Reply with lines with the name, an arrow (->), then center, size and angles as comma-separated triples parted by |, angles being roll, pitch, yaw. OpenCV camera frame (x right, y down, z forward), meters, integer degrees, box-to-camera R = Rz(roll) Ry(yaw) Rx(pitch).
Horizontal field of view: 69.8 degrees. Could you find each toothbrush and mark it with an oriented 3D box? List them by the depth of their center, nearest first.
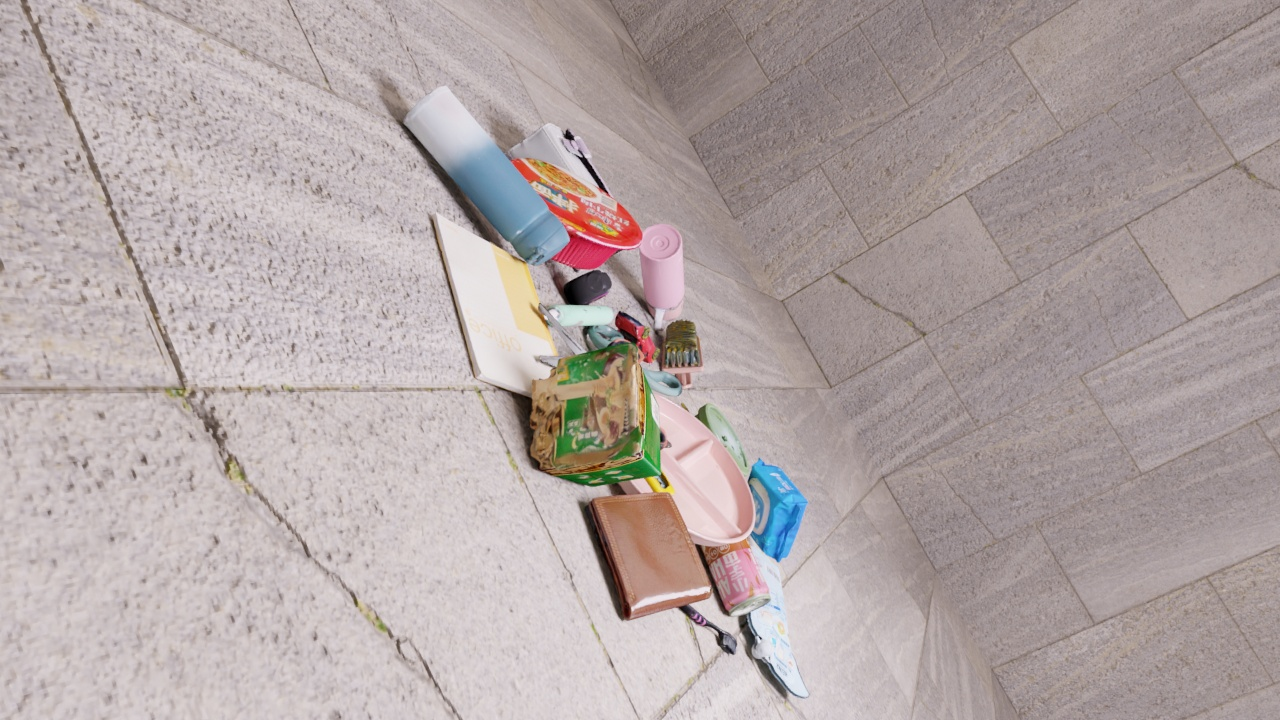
toothbrush -> 0.054, 0.271, 0.981 | 0.189, 0.014, 0.017 | 46, 33, -36
toothbrush -> -0.089, -0.054, 1.102 | 0.027, 0.026, 0.224 | 63, 22, 8

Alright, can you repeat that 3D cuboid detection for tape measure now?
tape measure -> -0.068, -0.090, 1.182 | 0.039, 0.058, 0.057 | 65, 13, -1

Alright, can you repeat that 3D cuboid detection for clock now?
clock -> 0.106, 0.136, 1.296 | 0.116, 0.056, 0.161 | 43, 22, -42

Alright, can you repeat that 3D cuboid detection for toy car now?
toy car -> -0.008, -0.031, 1.251 | 0.049, 0.031, 0.106 | 30, -17, 25

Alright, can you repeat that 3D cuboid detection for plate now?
plate -> 0.040, 0.124, 1.072 | 0.229, 0.028, 0.229 | 33, 26, -19

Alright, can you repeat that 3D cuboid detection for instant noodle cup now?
instant noodle cup -> -0.094, -0.178, 1.167 | 0.193, 0.066, 0.193 | 26, 27, -15

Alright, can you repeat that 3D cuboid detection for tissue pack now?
tissue pack -> 0.180, 0.207, 1.294 | 0.052, 0.095, 0.157 | 10, 17, -17

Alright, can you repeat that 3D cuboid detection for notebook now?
notebook -> -0.142, -0.049, 0.949 | 0.145, 0.010, 0.206 | 26, 36, -51

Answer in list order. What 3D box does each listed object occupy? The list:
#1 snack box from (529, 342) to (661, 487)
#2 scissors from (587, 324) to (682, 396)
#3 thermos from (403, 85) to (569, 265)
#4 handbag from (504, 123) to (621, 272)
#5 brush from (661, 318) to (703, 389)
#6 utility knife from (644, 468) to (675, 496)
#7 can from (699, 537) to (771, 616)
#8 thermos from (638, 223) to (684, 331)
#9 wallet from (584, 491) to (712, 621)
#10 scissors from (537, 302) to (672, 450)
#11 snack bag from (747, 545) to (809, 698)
snack box -> -0.032, 0.064, 0.895 | 0.105, 0.118, 0.118 | 46, 37, -54
scissors -> -0.005, 0.008, 1.162 | 0.178, 0.019, 0.173 | 33, 13, -11
thermos -> -0.168, -0.202, 1.029 | 0.220, 0.070, 0.070 | 49, 18, -9
handbag -> -0.091, -0.234, 1.317 | 0.197, 0.098, 0.144 | 58, 11, -4
brush -> 0.065, -0.013, 1.447 | 0.145, 0.063, 0.073 | -87, 172, -66
utility knife -> -0.008, 0.082, 0.977 | 0.154, 0.015, 0.033 | 57, 37, -2
can -> 0.106, 0.233, 1.119 | 0.058, 0.058, 0.147 | 32, 31, -58
thermos -> 0.033, -0.122, 1.426 | 0.199, 0.067, 0.087 | 85, 18, -63
wallet -> 0.006, 0.188, 0.900 | 0.101, 0.032, 0.124 | 1, 53, -38
scissors -> -0.037, 0.019, 1.029 | 0.222, 0.015, 0.189 | 2, 58, -59
snack bag -> 0.163, 0.326, 1.162 | 0.110, 0.039, 0.190 | 56, 17, -30
